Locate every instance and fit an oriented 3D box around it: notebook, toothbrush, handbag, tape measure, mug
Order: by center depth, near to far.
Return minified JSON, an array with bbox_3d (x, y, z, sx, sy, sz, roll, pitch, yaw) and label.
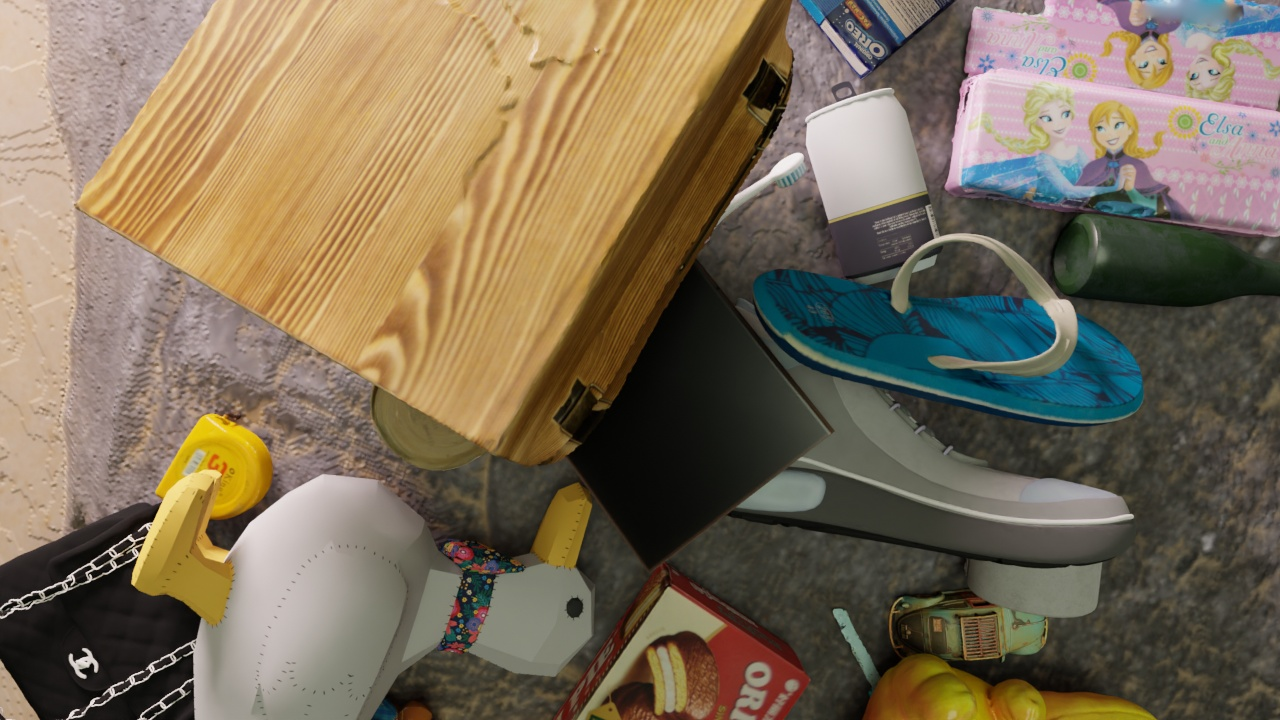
[{"bbox_3d":[-0.003,0.003,0.562,0.141,0.008,0.209,-40,77,15],"label":"notebook"},{"bbox_3d":[-0.325,0.173,0.565,0.125,0.115,0.153,-30,91,-2],"label":"handbag"},{"bbox_3d":[-0.273,0.072,0.602,0.059,0.030,0.068,31,94,-4],"label":"tape measure"},{"bbox_3d":[0.015,-0.073,0.607,0.222,0.026,0.027,-32,51,0],"label":"toothbrush"},{"bbox_3d":[0.247,0.120,0.611,0.113,0.084,0.070,6,97,26],"label":"mug"}]

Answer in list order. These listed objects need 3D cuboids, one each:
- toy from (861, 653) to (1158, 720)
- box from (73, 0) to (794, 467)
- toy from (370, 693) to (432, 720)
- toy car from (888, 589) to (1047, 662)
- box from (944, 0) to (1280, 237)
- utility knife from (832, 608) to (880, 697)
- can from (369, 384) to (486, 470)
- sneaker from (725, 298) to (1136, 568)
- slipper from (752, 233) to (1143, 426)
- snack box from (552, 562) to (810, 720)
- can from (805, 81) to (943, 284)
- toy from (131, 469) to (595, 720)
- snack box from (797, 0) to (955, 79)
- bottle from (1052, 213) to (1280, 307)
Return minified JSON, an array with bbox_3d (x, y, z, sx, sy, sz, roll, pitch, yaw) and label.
[{"bbox_3d":[0.235,0.263,0.607,0.193,0.087,0.135,17,107,-12],"label":"toy"},{"bbox_3d":[-0.076,-0.113,0.484,0.247,0.176,0.279,29,81,9],"label":"box"},{"bbox_3d":[-0.188,0.260,0.618,0.090,0.070,0.103,23,116,-17],"label":"toy"},{"bbox_3d":[0.229,0.183,0.625,0.112,0.047,0.047,-5,91,-2],"label":"toy car"},{"bbox_3d":[0.329,-0.175,0.613,0.230,0.035,0.159,7,93,-4],"label":"box"},{"bbox_3d":[0.174,0.248,0.645,0.022,0.015,0.169,-30,92,-7],"label":"utility knife"},{"bbox_3d":[-0.129,0.026,0.599,0.086,0.043,0.086,0,94,-3],"label":"can"},{"bbox_3d":[0.161,0.034,0.562,0.257,0.093,0.160,4,83,23],"label":"sneaker"},{"bbox_3d":[0.202,-0.021,0.537,0.294,0.118,0.060,6,133,-25],"label":"slipper"},{"bbox_3d":[-0.002,0.266,0.613,0.113,0.060,0.236,34,92,-4],"label":"snack box"},{"bbox_3d":[0.148,-0.116,0.592,0.064,0.064,0.127,-17,95,-2],"label":"can"},{"bbox_3d":[-0.160,0.154,0.554,0.267,0.141,0.246,28,76,-17],"label":"toy"},{"bbox_3d":[0.131,-0.269,0.599,0.082,0.027,0.150,-39,94,2],"label":"snack box"},{"bbox_3d":[0.370,-0.061,0.612,0.174,0.055,0.055,6,94,-4],"label":"bottle"}]
